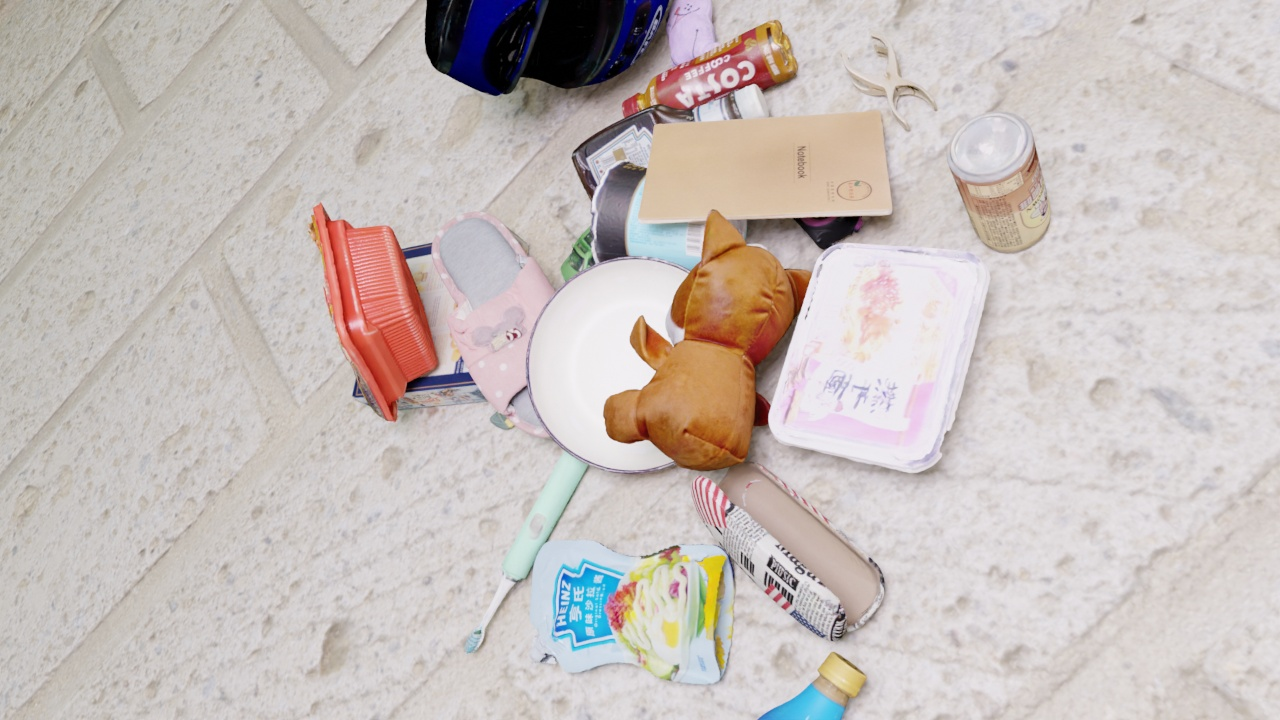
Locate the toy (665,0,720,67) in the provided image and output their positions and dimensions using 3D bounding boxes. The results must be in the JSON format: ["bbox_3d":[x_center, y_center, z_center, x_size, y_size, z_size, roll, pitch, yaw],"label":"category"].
[{"bbox_3d":[0.051,-0.343,0.966,0.084,0.039,0.107,-28,56,41],"label":"toy"}]

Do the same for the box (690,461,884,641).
[{"bbox_3d":[0.098,0.141,0.689,0.163,0.087,0.076,42,108,34],"label":"box"}]

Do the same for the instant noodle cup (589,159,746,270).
[{"bbox_3d":[0.032,-0.125,0.846,0.121,0.111,0.111,11,75,26],"label":"instant noodle cup"}]

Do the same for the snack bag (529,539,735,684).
[{"bbox_3d":[-0.015,0.205,0.762,0.191,0.038,0.110,-6,76,31],"label":"snack bag"}]

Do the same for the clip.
[{"bbox_3d":[0.212,-0.245,0.827,0.082,0.034,0.104,-23,67,18],"label":"clip"}]

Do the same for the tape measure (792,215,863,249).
[{"bbox_3d":[0.165,-0.131,0.800,0.058,0.039,0.057,-45,53,13],"label":"tape measure"}]

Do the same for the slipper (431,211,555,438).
[{"bbox_3d":[-0.130,-0.045,0.891,0.114,0.054,0.274,-29,64,-2],"label":"slipper"}]

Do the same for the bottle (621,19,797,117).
[{"bbox_3d":[0.065,-0.275,0.914,0.175,0.057,0.057,-19,60,23],"label":"bottle"}]

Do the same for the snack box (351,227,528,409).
[{"bbox_3d":[-0.215,-0.042,0.990,0.183,0.045,0.177,-6,66,29],"label":"snack box"}]

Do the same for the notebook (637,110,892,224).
[{"bbox_3d":[0.107,-0.170,0.800,0.208,0.008,0.147,-1,47,10],"label":"notebook"}]

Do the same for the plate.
[{"bbox_3d":[-0.005,0.005,0.815,0.192,0.039,0.192,-2,81,10],"label":"plate"}]

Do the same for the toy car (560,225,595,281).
[{"bbox_3d":[-0.045,-0.110,0.923,0.091,0.036,0.043,-49,54,8],"label":"toy car"}]

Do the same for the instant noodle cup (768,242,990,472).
[{"bbox_3d":[0.189,0.000,0.713,0.138,0.060,0.173,10,76,34],"label":"instant noodle cup"}]

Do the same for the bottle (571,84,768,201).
[{"bbox_3d":[0.030,-0.214,0.900,0.195,0.080,0.043,-19,16,23],"label":"bottle"}]

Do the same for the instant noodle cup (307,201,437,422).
[{"bbox_3d":[-0.260,-0.054,0.909,0.079,0.165,0.188,-19,59,-8],"label":"instant noodle cup"}]

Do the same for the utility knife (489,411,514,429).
[{"bbox_3d":[-0.073,0.003,0.905,0.198,0.021,0.031,-40,60,5],"label":"utility knife"}]

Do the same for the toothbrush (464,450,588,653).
[{"bbox_3d":[-0.101,0.165,0.837,0.026,0.027,0.224,28,85,11],"label":"toothbrush"}]

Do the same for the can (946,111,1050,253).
[{"bbox_3d":[0.270,-0.131,0.686,0.059,0.116,0.058,-13,62,25],"label":"can"}]

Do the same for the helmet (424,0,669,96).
[{"bbox_3d":[-0.086,-0.397,0.943,0.248,0.240,0.314,123,149,-47],"label":"helmet"}]

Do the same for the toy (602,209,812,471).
[{"bbox_3d":[0.058,-0.010,0.735,0.131,0.140,0.199,17,82,53],"label":"toy"}]

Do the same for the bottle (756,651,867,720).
[{"bbox_3d":[0.085,0.302,0.639,0.065,0.065,0.218,33,87,37],"label":"bottle"}]
